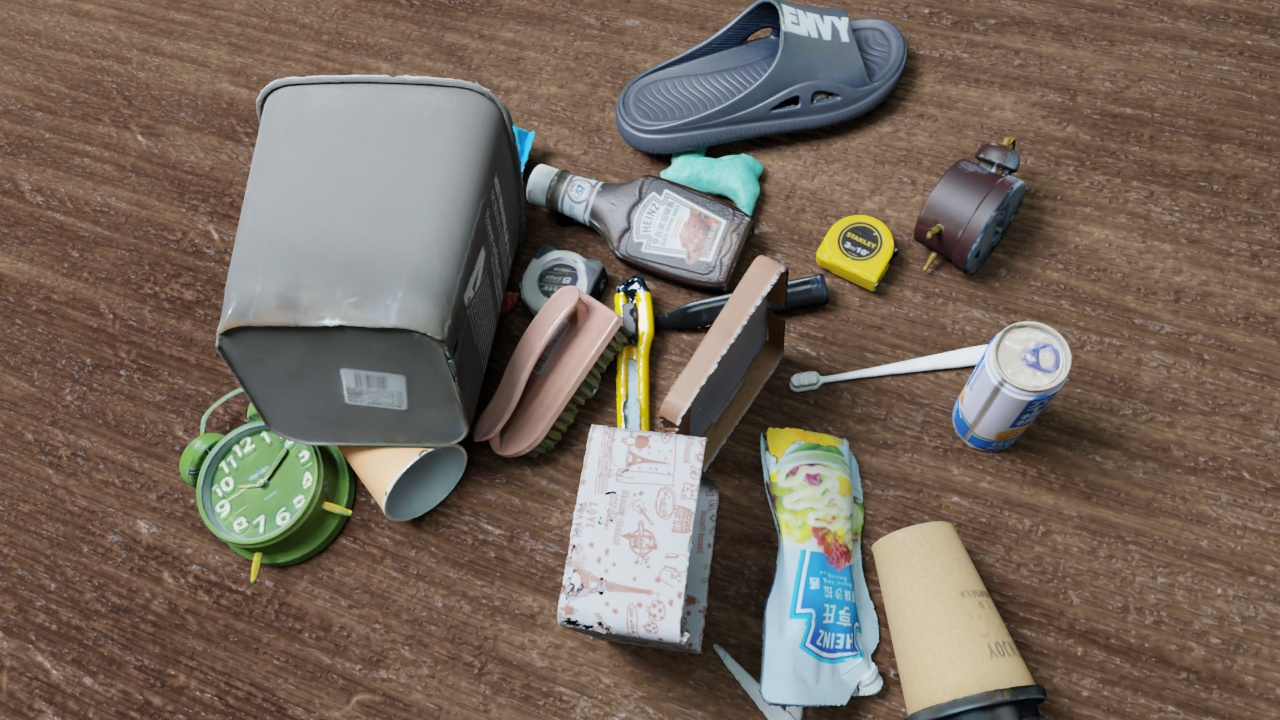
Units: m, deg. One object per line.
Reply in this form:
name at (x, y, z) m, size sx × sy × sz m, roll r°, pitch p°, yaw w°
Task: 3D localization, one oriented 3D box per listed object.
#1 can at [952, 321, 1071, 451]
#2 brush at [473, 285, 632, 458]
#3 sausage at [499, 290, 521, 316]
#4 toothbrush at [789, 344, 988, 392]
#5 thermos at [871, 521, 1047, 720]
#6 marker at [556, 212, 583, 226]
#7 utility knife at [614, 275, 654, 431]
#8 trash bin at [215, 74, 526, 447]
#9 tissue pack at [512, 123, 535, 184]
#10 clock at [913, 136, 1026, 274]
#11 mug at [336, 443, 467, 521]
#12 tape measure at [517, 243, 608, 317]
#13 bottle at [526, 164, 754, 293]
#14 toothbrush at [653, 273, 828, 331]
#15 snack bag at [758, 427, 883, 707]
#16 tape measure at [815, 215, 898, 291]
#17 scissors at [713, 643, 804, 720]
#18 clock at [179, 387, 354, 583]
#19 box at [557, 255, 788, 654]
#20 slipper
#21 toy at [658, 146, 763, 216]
can at (0.261, 0.021, 0.652) m, size 0.053 × 0.135 × 0.053 m, roll -3°, pitch 68°, yaw 7°
brush at (-0.075, 0.012, 0.727) m, size 0.063 × 0.073 × 0.145 m, roll 34°, pitch 90°, yaw 38°
sausage at (-0.172, -0.022, 0.794) m, size 0.156 × 0.020 × 0.020 m, roll -28°, pitch 68°, yaw -3°
toothbrush at (0.209, 0.004, 0.730) m, size 0.180 × 0.016 × 0.016 m, roll -9°, pitch 70°, yaw 5°
thermos at (0.210, 0.187, 0.625) m, size 0.093 × 0.093 × 0.143 m, roll -13°, pitch 61°, yaw 3°
marker at (-0.015, -0.132, 0.817) m, size 0.124 × 0.015 × 0.018 m, roll -4°, pitch 78°, yaw 10°
utility knife at (-0.004, 0.004, 0.748) m, size 0.033 × 0.015 × 0.154 m, roll -4°, pitch 80°, yaw 14°
trash bin at (-0.194, -0.067, 0.688) m, size 0.198 × 0.199 × 0.219 m, roll 0°, pitch 55°, yaw 0°
tissue pack at (-0.167, -0.166, 0.824) m, size 0.140 × 0.063 × 0.089 m, roll 2°, pitch 69°, yaw 9°
clock at (0.271, -0.126, 0.737) m, size 0.055 × 0.082 × 0.121 m, roll 35°, pitch 80°, yaw 25°
mug at (-0.208, 0.060, 0.739) m, size 0.078 × 0.078 × 0.123 m, roll -44°, pitch 65°, yaw -10°
tape measure at (-0.068, -0.061, 0.786) m, size 0.066 × 0.033 × 0.066 m, roll 21°, pitch 71°, yaw 17°
bottle at (-0.004, -0.121, 0.784) m, size 0.195 × 0.044 × 0.080 m, roll 21°, pitch 87°, yaw 11°
toothbrush at (0.048, -0.039, 0.766) m, size 0.213 × 0.026 × 0.027 m, roll -11°, pitch 60°, yaw 8°
snack bag at (0.126, 0.146, 0.654) m, size 0.039 × 0.110 × 0.190 m, roll -23°, pitch 59°, yaw 43°
tape measure at (0.181, -0.091, 0.764) m, size 0.060 × 0.029 × 0.057 m, roll 28°, pitch 76°, yaw 17°
scissors at (0.108, 0.273, 0.644) m, size 0.176 × 0.012 × 0.162 m, roll 33°, pitch 76°, yaw 20°
clock at (-0.307, 0.091, 0.749) m, size 0.116 × 0.056 × 0.161 m, roll -35°, pitch 68°, yaw -7°
box at (0.032, 0.071, 0.644) m, size 0.106 × 0.178 × 0.271 m, roll 18°, pitch 74°, yaw 14°
slipper at (0.106, -0.255, 0.798) m, size 0.268 × 0.083 × 0.110 m, roll -15°, pitch 59°, yaw -1°
toy at (0.064, -0.170, 0.812) m, size 0.092 × 0.030 × 0.096 m, roll 10°, pitch 64°, yaw 10°
